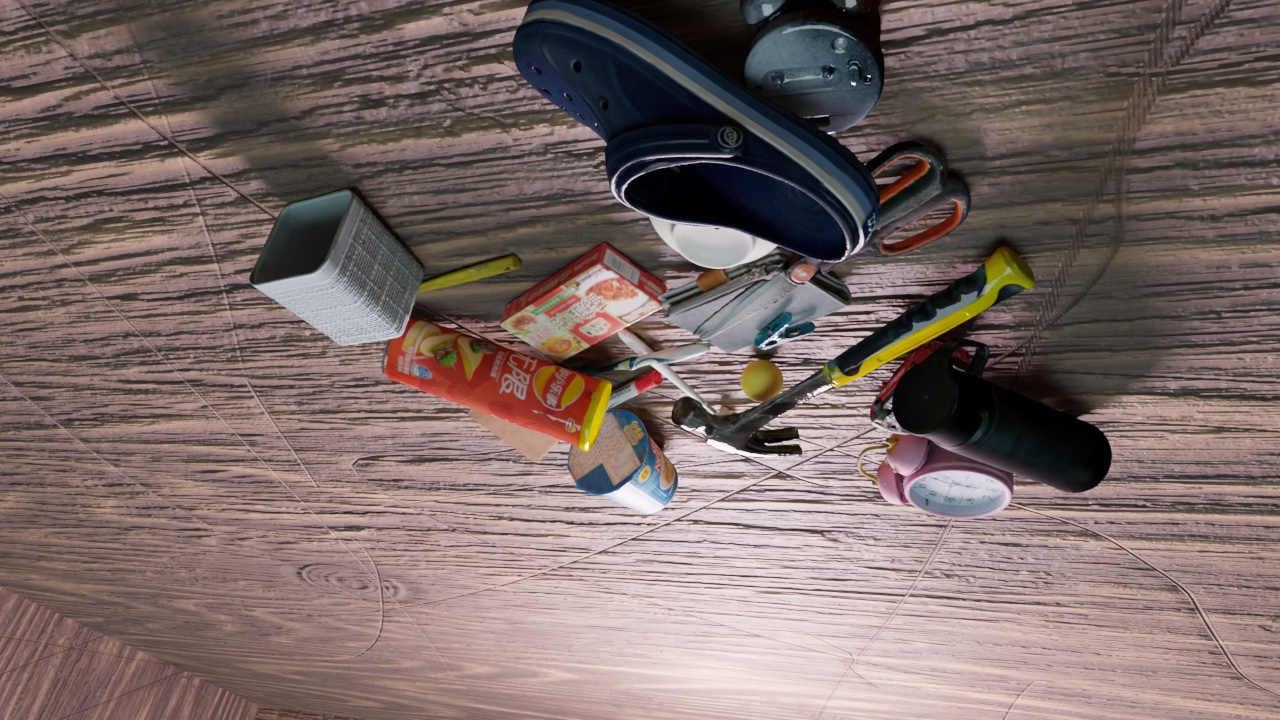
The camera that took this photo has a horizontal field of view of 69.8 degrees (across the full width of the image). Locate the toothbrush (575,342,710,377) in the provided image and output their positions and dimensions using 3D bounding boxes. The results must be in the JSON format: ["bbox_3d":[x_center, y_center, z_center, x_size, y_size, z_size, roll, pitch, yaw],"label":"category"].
[{"bbox_3d":[-0.005,0.005,0.884,0.192,0.018,0.016,-13,136,46],"label":"toothbrush"}]

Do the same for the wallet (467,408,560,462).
[{"bbox_3d":[-0.137,0.065,1.012,0.101,0.020,0.116,38,148,-6],"label":"wallet"}]

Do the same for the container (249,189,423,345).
[{"bbox_3d":[-0.260,-0.075,0.805,0.090,0.089,0.111,-6,145,27],"label":"container"}]

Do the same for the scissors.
[{"bbox_3d":[0.141,-0.066,0.687,0.139,0.021,0.236,18,131,-22],"label":"scissors"}]

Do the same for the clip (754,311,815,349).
[{"bbox_3d":[0.117,-0.023,0.769,0.034,0.013,0.055,21,146,-35],"label":"clip"}]

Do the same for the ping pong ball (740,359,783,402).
[{"bbox_3d":[0.114,0.019,0.864,0.040,0.040,0.040,9,147,6],"label":"ping pong ball"}]

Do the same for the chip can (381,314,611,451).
[{"bbox_3d":[-0.139,0.019,0.894,0.216,0.073,0.073,20,148,7],"label":"chip can"}]

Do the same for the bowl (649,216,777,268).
[{"bbox_3d":[0.057,-0.110,0.666,0.116,0.066,0.117,9,147,6],"label":"bowl"}]

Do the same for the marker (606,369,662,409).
[{"bbox_3d":[-0.029,0.041,0.966,0.017,0.017,0.146,31,143,-27],"label":"marker"}]

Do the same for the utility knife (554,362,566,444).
[{"bbox_3d":[-0.088,0.049,0.994,0.015,0.033,0.177,-26,158,-21],"label":"utility knife"}]

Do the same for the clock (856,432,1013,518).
[{"bbox_3d":[0.298,0.108,0.920,0.158,0.059,0.117,9,146,8],"label":"clock"}]

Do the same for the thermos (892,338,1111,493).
[{"bbox_3d":[0.316,0.049,0.779,0.242,0.090,0.068,19,-173,-37],"label":"thermos"}]

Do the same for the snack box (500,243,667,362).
[{"bbox_3d":[-0.054,-0.049,0.832,0.075,0.025,0.153,34,141,-29],"label":"snack box"}]

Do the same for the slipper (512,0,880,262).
[{"bbox_3d":[0.023,-0.127,0.567,0.253,0.095,0.105,32,163,9],"label":"slipper"}]

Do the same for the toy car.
[{"bbox_3d":[0.250,0.024,0.822,0.053,0.045,0.121,18,141,-6],"label":"toy car"}]

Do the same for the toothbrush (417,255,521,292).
[{"bbox_3d":[-0.189,-0.069,0.854,0.190,0.016,0.015,-11,141,31],"label":"toothbrush"}]

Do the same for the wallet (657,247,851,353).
[{"bbox_3d":[0.092,-0.053,0.768,0.106,0.037,0.130,25,147,-38],"label":"wallet"}]

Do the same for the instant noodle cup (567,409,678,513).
[{"bbox_3d":[-0.012,0.120,1.020,0.099,0.099,0.110,-7,151,27],"label":"instant noodle cup"}]

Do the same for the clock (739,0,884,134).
[{"bbox_3d":[0.102,-0.190,0.540,0.082,0.055,0.122,1,145,18],"label":"clock"}]

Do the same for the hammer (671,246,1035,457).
[{"bbox_3d":[0.181,0.003,0.782,0.126,0.031,0.324,27,135,-33],"label":"hammer"}]

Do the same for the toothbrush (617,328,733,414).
[{"bbox_3d":[0.039,0.018,0.914,0.016,0.016,0.180,-19,134,40],"label":"toothbrush"}]
